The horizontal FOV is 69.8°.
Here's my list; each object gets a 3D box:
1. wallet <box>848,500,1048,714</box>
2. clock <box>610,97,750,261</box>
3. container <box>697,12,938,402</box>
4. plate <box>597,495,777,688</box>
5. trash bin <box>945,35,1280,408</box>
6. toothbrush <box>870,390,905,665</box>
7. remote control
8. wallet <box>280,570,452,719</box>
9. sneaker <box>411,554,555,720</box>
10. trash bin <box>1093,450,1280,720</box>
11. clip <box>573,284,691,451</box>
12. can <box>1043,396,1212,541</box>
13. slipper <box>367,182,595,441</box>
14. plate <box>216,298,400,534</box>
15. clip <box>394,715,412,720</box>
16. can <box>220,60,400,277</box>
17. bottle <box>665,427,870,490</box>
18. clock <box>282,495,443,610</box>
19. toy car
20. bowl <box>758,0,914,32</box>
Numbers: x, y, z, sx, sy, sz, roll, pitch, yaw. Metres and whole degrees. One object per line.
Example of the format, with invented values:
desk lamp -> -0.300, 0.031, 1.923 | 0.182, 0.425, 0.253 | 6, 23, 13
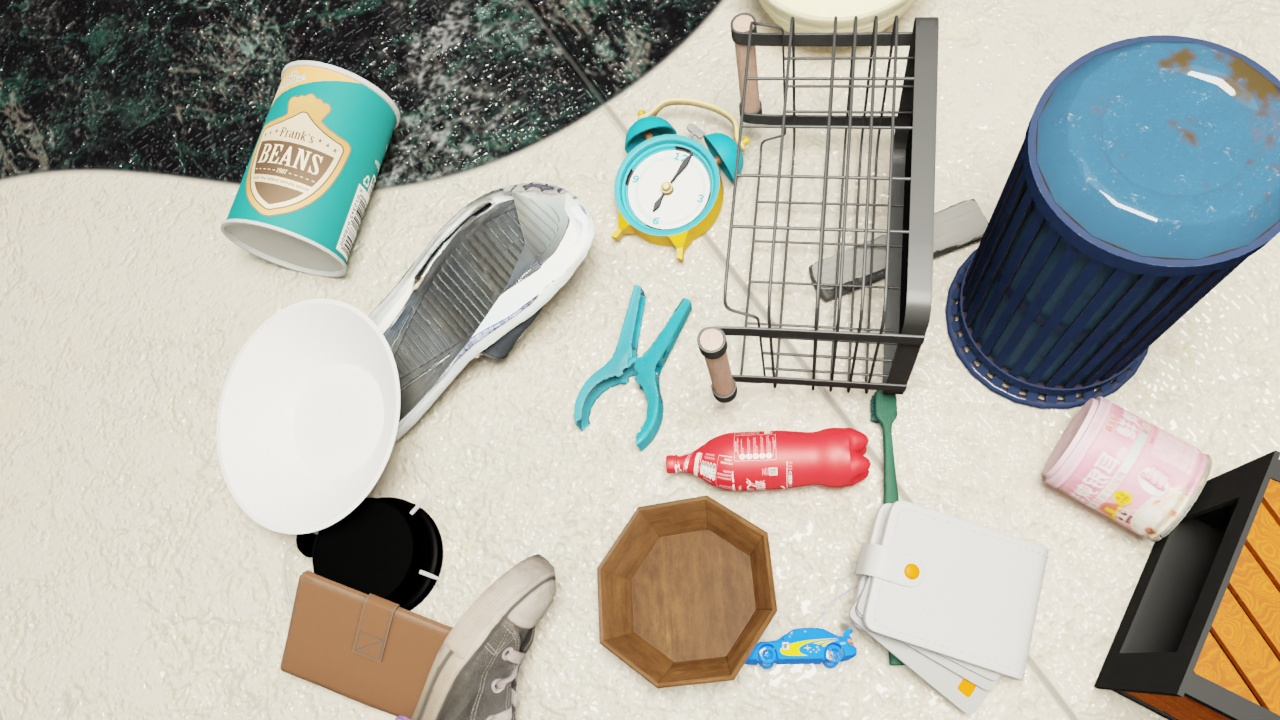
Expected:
wallet -> 0.195, 0.161, 0.593 | 0.118, 0.037, 0.115 | 18, 76, -1
clock -> 0.027, -0.148, 0.731 | 0.099, 0.043, 0.129 | 19, 84, 15
container -> 0.119, -0.098, 0.615 | 0.130, 0.163, 0.241 | 4, 72, 11
plate -> 0.033, 0.158, 0.627 | 0.131, 0.025, 0.131 | -9, 63, 18
trash bin -> 0.274, -0.070, 0.549 | 0.139, 0.249, 0.139 | -3, 72, 9
toothbrush -> 0.172, 0.111, 0.635 | 0.016, 0.017, 0.189 | 3, 74, -7
remote control -> 0.195, -0.083, 0.693 | 0.136, 0.013, 0.033 | -22, 69, 2
wallet -> -0.190, 0.203, 0.643 | 0.121, 0.013, 0.087 | 20, 108, 5
sneaker -> -0.087, 0.250, 0.597 | 0.120, 0.095, 0.234 | 22, 75, 13
trash bin -> 0.387, 0.164, 0.512 | 0.172, 0.140, 0.139 | 26, 78, 17
clip -> -0.021, 0.003, 0.700 | 0.120, 0.030, 0.130 | -1, 72, 15
can -> 0.313, 0.069, 0.595 | 0.076, 0.067, 0.067 | 32, 80, 17
slipper -> -0.140, -0.034, 0.715 | 0.264, 0.063, 0.111 | -44, 67, 7
plate -> -0.240, 0.042, 0.691 | 0.174, 0.036, 0.173 | -5, 78, 23
clip -> -0.131, 0.235, 0.558 | 0.050, 0.013, 0.029 | 23, 81, 16
can -> -0.268, -0.155, 0.755 | 0.099, 0.099, 0.143 | 11, 75, 13
bottle -> 0.089, 0.071, 0.648 | 0.142, 0.042, 0.042 | -3, 72, 9
clock -> -0.207, 0.147, 0.677 | 0.121, 0.042, 0.091 | -15, 70, 5
toy car -> 0.115, 0.173, 0.617 | 0.092, 0.033, 0.061 | -3, 65, 5
bowl -> 0.159, -0.314, 0.741 | 0.151, 0.075, 0.150 | -3, 72, 8
